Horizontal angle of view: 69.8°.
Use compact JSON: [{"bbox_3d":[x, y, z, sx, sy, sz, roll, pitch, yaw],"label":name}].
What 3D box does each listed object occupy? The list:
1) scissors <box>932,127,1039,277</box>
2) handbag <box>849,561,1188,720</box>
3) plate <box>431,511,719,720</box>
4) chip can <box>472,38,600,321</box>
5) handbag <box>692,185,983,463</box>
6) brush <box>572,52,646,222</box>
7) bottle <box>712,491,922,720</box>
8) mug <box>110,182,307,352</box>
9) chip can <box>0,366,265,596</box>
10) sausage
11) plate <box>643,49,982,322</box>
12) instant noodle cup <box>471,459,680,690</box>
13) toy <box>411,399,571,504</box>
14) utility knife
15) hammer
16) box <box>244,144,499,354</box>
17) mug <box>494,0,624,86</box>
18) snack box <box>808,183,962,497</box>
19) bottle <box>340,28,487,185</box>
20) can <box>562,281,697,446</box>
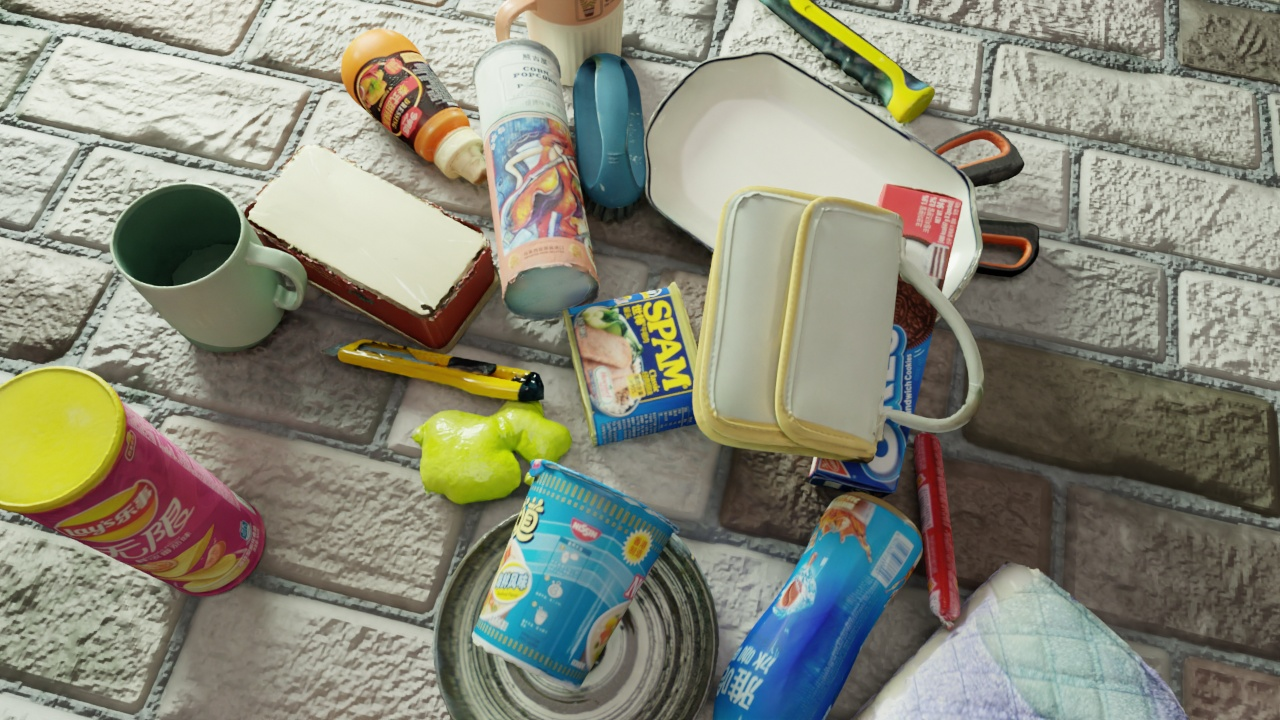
[{"bbox_3d":[0.203,-0.126,0.723,0.227,0.022,0.197,25,76,9],"label":"scissors"},{"bbox_3d":[0.205,0.228,0.536,0.193,0.076,0.134,-37,67,-18],"label":"handbag"},{"bbox_3d":[-0.039,0.175,0.581,0.179,0.024,0.179,0,67,0],"label":"plate"},{"bbox_3d":[-0.080,-0.137,0.683,0.071,0.071,0.214,-8,62,-5],"label":"chip can"},{"bbox_3d":[0.128,-0.020,0.574,0.179,0.063,0.163,8,81,5],"label":"handbag"},{"bbox_3d":[-0.024,-0.184,0.717,0.055,0.074,0.143,-2,65,-7],"label":"brush"},{"bbox_3d":[0.095,0.182,0.559,0.065,0.065,0.218,33,70,13],"label":"bottle"},{"bbox_3d":[-0.284,-0.058,0.634,0.112,0.106,0.082,5,64,1],"label":"mug"},{"bbox_3d":[-0.279,0.079,0.515,0.071,0.211,0.071,1,65,-2],"label":"chip can"},{"bbox_3d":[0.193,0.105,0.600,0.020,0.020,0.155,8,47,2],"label":"sausage"},{"bbox_3d":[0.126,-0.122,0.695,0.266,0.034,0.162,36,83,10],"label":"plate"},{"bbox_3d":[-0.044,0.128,0.543,0.099,0.099,0.109,24,77,9],"label":"instant noodle cup"},{"bbox_3d":[-0.102,0.062,0.626,0.097,0.031,0.100,42,67,19],"label":"toy"},{"bbox_3d":[-0.147,0.004,0.650,0.168,0.015,0.033,11,30,7],"label":"utility knife"},{"bbox_3d":[0.126,-0.320,0.806,0.126,0.032,0.323,-40,72,-17],"label":"hammer"},{"bbox_3d":[-0.193,-0.088,0.667,0.168,0.077,0.091,28,68,10],"label":"box"},{"bbox_3d":[-0.065,-0.279,0.741,0.114,0.106,0.081,-38,72,-17],"label":"mug"},{"bbox_3d":[0.166,-0.011,0.625,0.057,0.058,0.207,15,82,9],"label":"snack box"},{"bbox_3d":[-0.172,-0.195,0.728,0.066,0.067,0.149,-40,79,-18],"label":"bottle"},{"bbox_3d":[-0.004,0.004,0.642,0.083,0.057,0.102,-13,67,-5],"label":"can"}]
